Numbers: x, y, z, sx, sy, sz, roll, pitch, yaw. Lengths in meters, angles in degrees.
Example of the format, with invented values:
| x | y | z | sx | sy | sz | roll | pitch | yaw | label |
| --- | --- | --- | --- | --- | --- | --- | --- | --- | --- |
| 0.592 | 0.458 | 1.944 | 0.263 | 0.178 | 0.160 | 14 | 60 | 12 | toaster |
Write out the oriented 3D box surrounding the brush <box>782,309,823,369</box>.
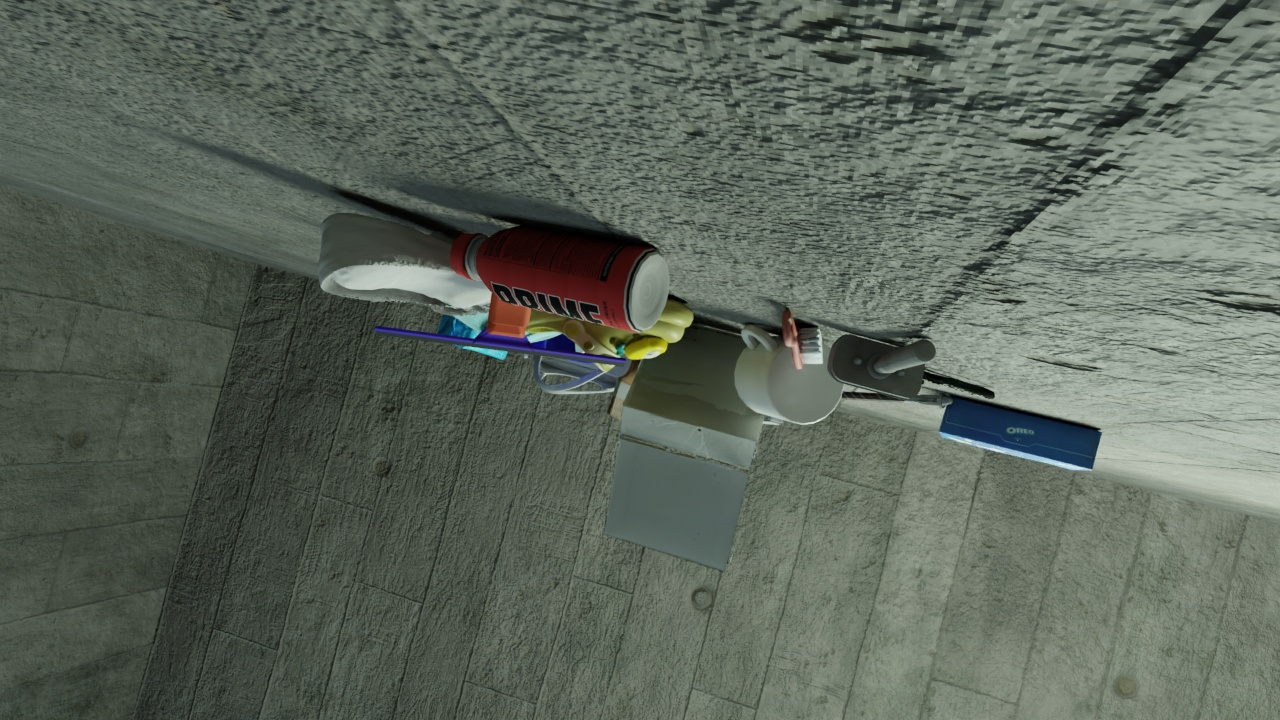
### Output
| x | y | z | sx | sy | sz | roll | pitch | yaw | label |
| --- | --- | --- | --- | --- | --- | --- | --- | --- | --- |
| 0.155 | -0.019 | 0.866 | 0.030 | 0.041 | 0.172 | -4 | 171 | 14 | brush |

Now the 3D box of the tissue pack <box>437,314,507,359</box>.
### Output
| x | y | z | sx | sy | sz | roll | pitch | yaw | label |
| --- | --- | --- | --- | --- | --- | --- | --- | --- | --- |
| -0.219 | -0.058 | 1.254 | 0.062 | 0.093 | 0.144 | 22 | 180 | 21 | tissue pack |

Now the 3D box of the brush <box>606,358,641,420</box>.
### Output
| x | y | z | sx | sy | sz | roll | pitch | yaw | label |
| --- | --- | --- | --- | --- | --- | --- | --- | --- | --- |
| -0.007 | 0.007 | 1.165 | 0.008 | 0.143 | 0.045 | 12 | 169 | 36 | brush |

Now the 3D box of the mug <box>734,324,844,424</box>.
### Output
| x | y | z | sx | sy | sz | roll | pitch | yaw | label |
| --- | --- | --- | --- | --- | --- | --- | --- | --- | --- |
| 0.154 | 0.009 | 1.012 | 0.121 | 0.091 | 0.090 | 50 | 170 | -14 | mug |

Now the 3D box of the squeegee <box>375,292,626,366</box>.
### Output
| x | y | z | sx | sy | sz | roll | pitch | yaw | label |
| --- | --- | --- | --- | --- | --- | --- | --- | --- | --- |
| -0.119 | -0.060 | 0.849 | 0.249 | 0.055 | 0.185 | 7 | 155 | -10 | squeegee |

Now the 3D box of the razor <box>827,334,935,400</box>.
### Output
| x | y | z | sx | sy | sz | roll | pitch | yaw | label |
| --- | --- | --- | --- | --- | --- | --- | --- | --- | --- |
| 0.227 | 0.000 | 0.811 | 0.088 | 0.047 | 0.116 | 15 | 170 | -5 | razor |

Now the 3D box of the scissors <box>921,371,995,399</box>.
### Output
| x | y | z | sx | sy | sz | roll | pitch | yaw | label |
| --- | --- | --- | --- | --- | --- | --- | --- | --- | --- |
| 0.304 | 0.016 | 1.002 | 0.155 | 0.015 | 0.209 | 17 | -179 | 37 | scissors |

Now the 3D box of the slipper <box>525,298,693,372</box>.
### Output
| x | y | z | sx | sy | sz | roll | pitch | yaw | label |
| --- | --- | --- | --- | --- | --- | --- | --- | --- | --- |
| -0.040 | -0.029 | 0.964 | 0.190 | 0.081 | 0.091 | 0 | 174 | 7 | slipper |

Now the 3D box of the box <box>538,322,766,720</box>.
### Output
| x | y | z | sx | sy | sz | roll | pitch | yaw | label |
| --- | --- | --- | --- | --- | --- | --- | --- | --- | --- |
| 0.032 | 0.199 | 1.111 | 0.167 | 0.506 | 0.148 | 15 | 174 | 10 | box |

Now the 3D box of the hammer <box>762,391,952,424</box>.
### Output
| x | y | z | sx | sy | sz | roll | pitch | yaw | label |
| --- | --- | --- | --- | --- | --- | --- | --- | --- | --- |
| 0.295 | 0.051 | 1.333 | 0.323 | 0.098 | 0.044 | 2 | 170 | 42 | hammer |

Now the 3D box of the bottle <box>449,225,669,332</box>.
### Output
| x | y | z | sx | sy | sz | roll | pitch | yaw | label |
| --- | --- | --- | --- | --- | --- | --- | --- | --- | --- |
| -0.068 | -0.067 | 0.696 | 0.177 | 0.062 | 0.062 | 14 | 178 | 28 | bottle |

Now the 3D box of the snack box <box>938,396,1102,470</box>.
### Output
| x | y | z | sx | sy | sz | roll | pitch | yaw | label |
| --- | --- | --- | --- | --- | --- | --- | --- | --- | --- |
| 0.536 | 0.107 | 1.316 | 0.196 | 0.056 | 0.238 | 14 | 179 | 20 | snack box |

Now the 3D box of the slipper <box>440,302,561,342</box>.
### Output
| x | y | z | sx | sy | sz | roll | pitch | yaw | label |
| --- | --- | --- | --- | --- | --- | --- | --- | --- | --- |
| -0.158 | -0.054 | 1.151 | 0.116 | 0.069 | 0.276 | -26 | 161 | 16 | slipper |

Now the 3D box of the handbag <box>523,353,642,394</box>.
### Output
| x | y | z | sx | sy | sz | roll | pitch | yaw | label |
| --- | --- | --- | --- | --- | --- | --- | --- | --- | --- |
| -0.096 | 0.008 | 1.469 | 0.216 | 0.096 | 0.222 | 14 | -152 | 28 | handbag |

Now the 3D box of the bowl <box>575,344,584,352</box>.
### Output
| x | y | z | sx | sy | sz | roll | pitch | yaw | label |
| --- | --- | --- | --- | --- | --- | --- | --- | --- | --- |
| -0.036 | -0.038 | 1.216 | 0.105 | 0.054 | 0.105 | -4 | 179 | 0 | bowl |

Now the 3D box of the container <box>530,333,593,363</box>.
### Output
| x | y | z | sx | sy | sz | roll | pitch | yaw | label |
| --- | --- | --- | --- | --- | --- | --- | --- | --- | --- |
| -0.109 | -0.045 | 1.358 | 0.085 | 0.084 | 0.114 | 14 | 180 | -18 | container |

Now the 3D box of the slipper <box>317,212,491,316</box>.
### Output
| x | y | z | sx | sy | sz | roll | pitch | yaw | label |
| --- | --- | --- | --- | --- | --- | --- | --- | --- | --- |
| -0.199 | -0.089 | 0.884 | 0.112 | 0.074 | 0.246 | -10 | 169 | 39 | slipper |
